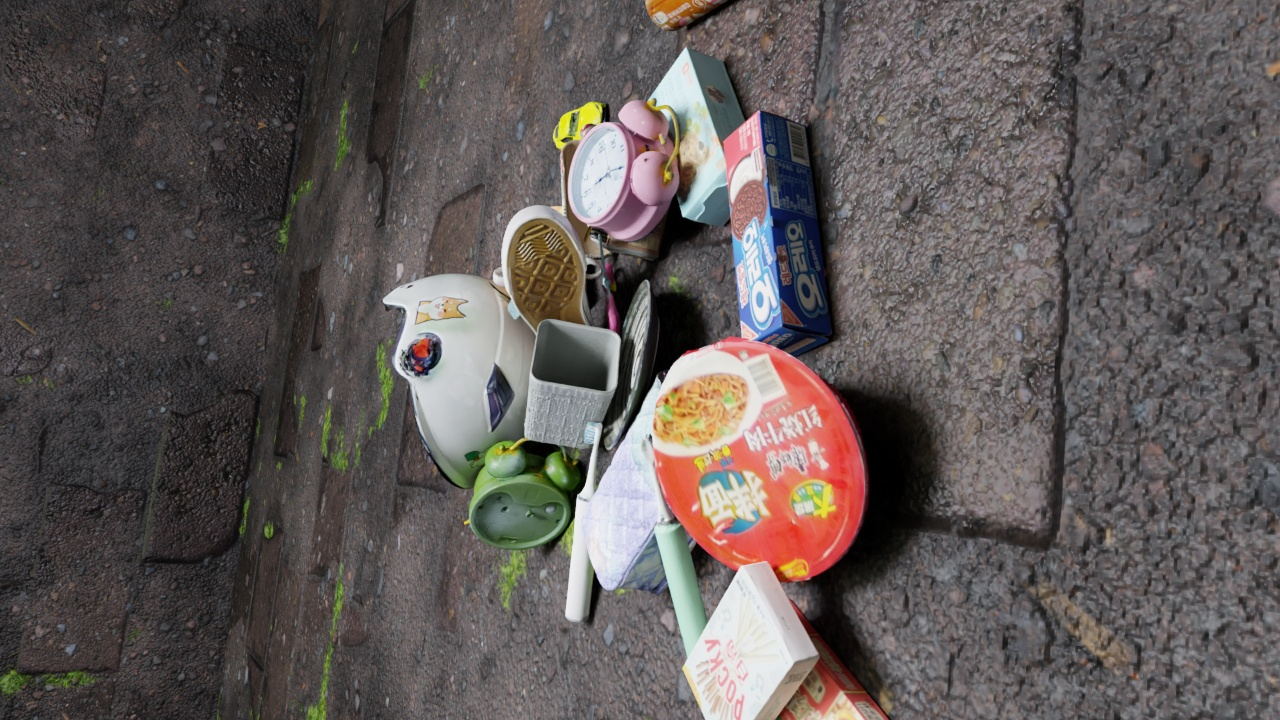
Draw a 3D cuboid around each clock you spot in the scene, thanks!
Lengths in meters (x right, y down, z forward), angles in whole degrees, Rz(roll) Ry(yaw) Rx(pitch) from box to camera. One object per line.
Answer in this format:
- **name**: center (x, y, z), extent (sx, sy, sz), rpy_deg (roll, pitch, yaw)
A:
- **clock**: center (-0.135, 0.150, 1.061), extent (0.162, 0.116, 0.056), rpy_deg (-62, 27, 31)
- **clock**: center (-0.010, -0.189, 0.905), extent (0.159, 0.059, 0.117), rpy_deg (-30, 60, 44)

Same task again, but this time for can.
- **can**: center (0.067, -0.391, 0.943), extent (0.148, 0.057, 0.058), rpy_deg (-6, 77, 57)
- **can**: center (0.002, -0.169, 0.982), extent (0.058, 0.058, 0.116), rpy_deg (18, 97, 57)

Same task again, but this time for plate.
- **plate**: center (-0.006, 0.005, 0.941), extent (0.179, 0.024, 0.179), rpy_deg (-169, 91, -81)

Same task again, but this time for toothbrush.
- **toothbrush**: center (0.031, 0.169, 0.789), extent (0.026, 0.027, 0.224), rpy_deg (-11, 103, 15)
- **toothbrush**: center (-0.058, 0.173, 0.983), extent (0.026, 0.026, 0.221), rpy_deg (-72, -12, -79)

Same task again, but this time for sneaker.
- **sneaker**: center (-0.097, -0.085, 1.004), extent (0.241, 0.118, 0.087), rpy_deg (74, 177, -51)

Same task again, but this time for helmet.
- **helmet**: center (-0.192, 0.007, 1.129), extent (0.157, 0.230, 0.273), rpy_deg (-24, 54, 5)

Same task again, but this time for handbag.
- **handbag**: center (0.017, 0.120, 0.871), extent (0.194, 0.075, 0.134), rpy_deg (-61, 33, 25)

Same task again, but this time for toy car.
- **toy car**: center (-0.079, -0.299, 1.169), extent (0.105, 0.032, 0.048), rpy_deg (-4, 78, 55)

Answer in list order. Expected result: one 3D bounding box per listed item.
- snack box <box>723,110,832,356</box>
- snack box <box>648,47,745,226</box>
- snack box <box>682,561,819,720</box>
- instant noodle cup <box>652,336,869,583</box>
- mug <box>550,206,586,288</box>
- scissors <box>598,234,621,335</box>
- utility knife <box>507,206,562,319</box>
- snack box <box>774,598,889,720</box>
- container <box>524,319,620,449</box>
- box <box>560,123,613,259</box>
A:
- **snack box**: center (0.117, -0.110, 0.792), extent (0.058, 0.057, 0.207), rpy_deg (-31, 57, 53)
- **snack box**: center (0.063, -0.222, 0.909), extent (0.074, 0.051, 0.174), rpy_deg (-47, 45, 42)
- **snack box**: center (0.082, 0.236, 0.715), extent (0.084, 0.026, 0.157), rpy_deg (62, 145, 39)
- **instant noodle cup**: center (0.101, 0.071, 0.717), extent (0.194, 0.065, 0.194), rpy_deg (14, 113, 38)
- **mug**: center (-0.101, -0.121, 1.119), extent (0.078, 0.078, 0.122), rpy_deg (-27, 56, 52)
- **scissors**: center (-0.035, -0.074, 1.005), extent (0.133, 0.017, 0.130), rpy_deg (-62, -34, -87)
- **utility knife**: center (-0.102, -0.138, 1.084), extent (0.022, 0.031, 0.220), rpy_deg (75, -141, -66)
- **snack box**: center (0.130, 0.260, 0.701), extent (0.153, 0.025, 0.075), rpy_deg (48, 122, 51)
- **container**: center (-0.077, 0.031, 0.995), extent (0.115, 0.090, 0.090), rpy_deg (107, 171, -47)
- **box**: center (-0.060, -0.193, 1.081), extent (0.083, 0.075, 0.163), rpy_deg (-25, 63, 37)
